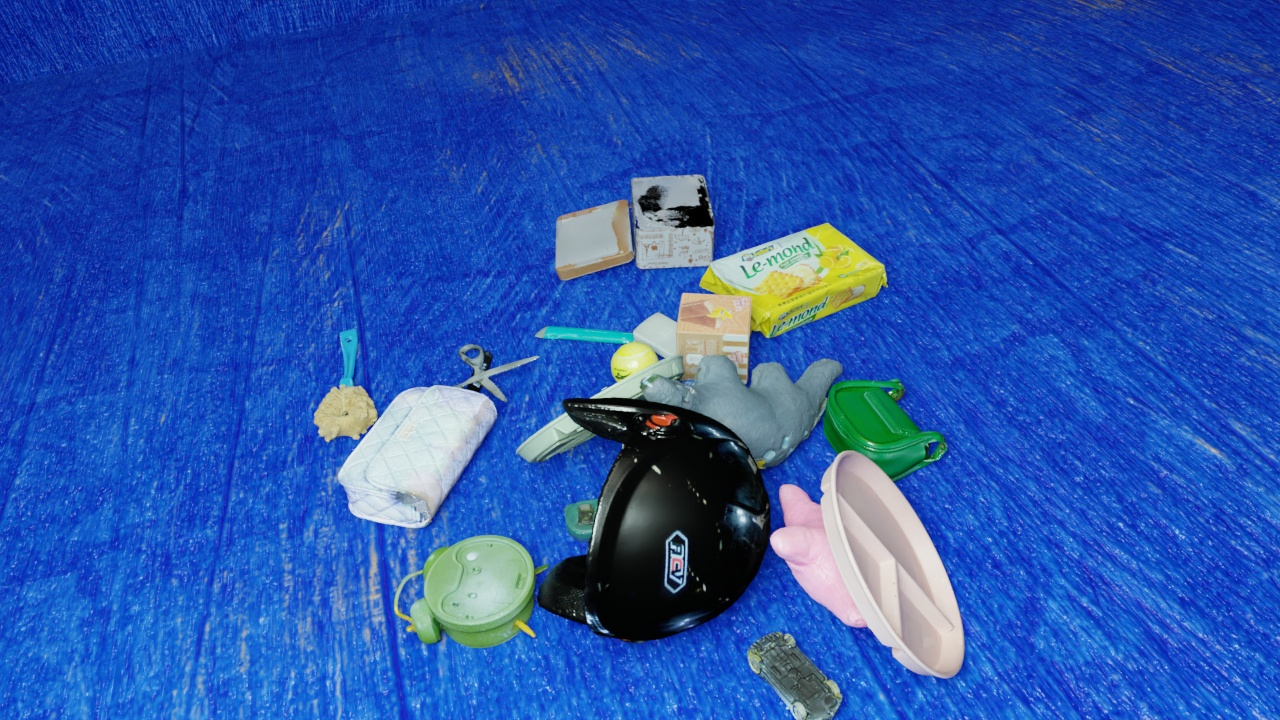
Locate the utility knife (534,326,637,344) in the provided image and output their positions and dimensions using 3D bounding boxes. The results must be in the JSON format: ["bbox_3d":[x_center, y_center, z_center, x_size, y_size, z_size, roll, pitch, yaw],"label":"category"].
[{"bbox_3d":[-0.060,-0.034,1.347,0.193,0.013,0.029,5,43,12],"label":"utility knife"}]

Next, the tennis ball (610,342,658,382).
[{"bbox_3d":[-0.007,0.007,1.247,0.065,0.066,0.065,-4,39,3],"label":"tennis ball"}]

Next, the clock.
[{"bbox_3d":[-0.184,0.248,0.980,0.161,0.056,0.115,0,39,7],"label":"clock"}]

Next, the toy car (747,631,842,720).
[{"bbox_3d":[0.148,0.307,0.883,0.048,0.031,0.105,-26,41,-22],"label":"toy car"}]

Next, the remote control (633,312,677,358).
[{"bbox_3d":[0.060,-0.018,1.299,0.150,0.021,0.058,32,56,31],"label":"remote control"}]

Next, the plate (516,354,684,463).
[{"bbox_3d":[-0.043,0.062,1.096,0.229,0.231,0.027,-27,83,-24],"label":"plate"}]

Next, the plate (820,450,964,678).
[{"bbox_3d":[0.242,0.196,0.890,0.028,0.229,0.229,-33,29,28],"label":"plate"}]

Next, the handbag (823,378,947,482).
[{"bbox_3d":[0.292,0.080,1.117,0.120,0.068,0.131,-15,40,-13],"label":"handbag"}]

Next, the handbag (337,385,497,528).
[{"bbox_3d":[-0.277,0.114,1.143,0.134,0.076,0.193,8,41,16],"label":"handbag"}]

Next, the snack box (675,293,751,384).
[{"bbox_3d":[0.099,-0.029,1.223,0.094,0.093,0.076,3,46,8],"label":"snack box"}]

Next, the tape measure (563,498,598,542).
[{"bbox_3d":[-0.060,0.184,1.068,0.058,0.025,0.054,-9,38,-2],"label":"tape measure"}]

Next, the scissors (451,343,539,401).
[{"bbox_3d":[-0.219,0.020,1.262,0.177,0.014,0.159,-18,37,10],"label":"scissors"}]

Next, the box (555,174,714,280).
[{"bbox_3d":[-0.015,-0.222,1.519,0.262,0.088,0.177,-4,40,0],"label":"box"}]

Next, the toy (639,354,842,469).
[{"bbox_3d":[0.130,0.061,1.093,0.355,0.138,0.092,0,-1,-43],"label":"toy"}]

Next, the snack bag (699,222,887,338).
[{"bbox_3d":[0.231,-0.117,1.368,0.246,0.068,0.158,-20,42,-17],"label":"snack bag"}]

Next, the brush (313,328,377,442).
[{"bbox_3d":[-0.416,0.028,1.302,0.083,0.046,0.254,-16,36,-6],"label":"brush"}]

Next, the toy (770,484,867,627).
[{"bbox_3d":[0.205,0.210,0.926,0.178,0.075,0.194,38,17,-1],"label":"toy"}]

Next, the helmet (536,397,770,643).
[{"bbox_3d":[0.017,0.159,0.916,0.230,0.233,0.274,6,10,1],"label":"helmet"}]

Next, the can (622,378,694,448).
[{"bbox_3d":[0.036,0.081,1.160,0.053,0.053,0.134,22,46,30],"label":"can"}]

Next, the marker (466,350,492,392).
[{"bbox_3d":[-0.232,0.035,1.280,0.022,0.020,0.131,-23,33,26],"label":"marker"}]
